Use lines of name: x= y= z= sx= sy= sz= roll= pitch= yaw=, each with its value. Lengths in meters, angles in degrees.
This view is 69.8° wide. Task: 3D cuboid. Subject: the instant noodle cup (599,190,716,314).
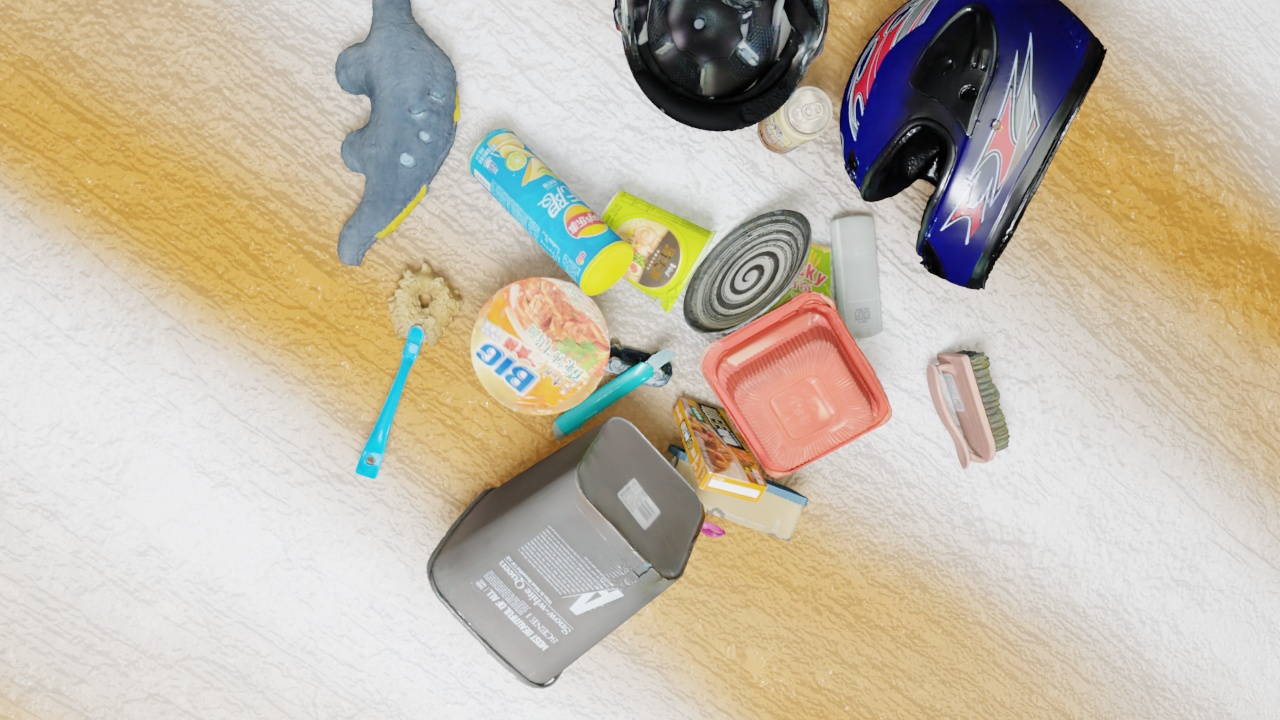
instant noodle cup: x=0.007 y=-0.131 z=1.057 sx=0.123 sy=0.111 sz=0.111 roll=31 pitch=90 yaw=0

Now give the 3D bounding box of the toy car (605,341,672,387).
toy car: x=-0.006 y=0.006 z=1.093 sx=0.090 sy=0.042 sz=0.034 roll=14 pitch=126 yaw=-12

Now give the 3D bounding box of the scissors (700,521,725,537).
scissors: x=0.061 y=0.184 z=1.070 sx=0.074 sy=0.137 sz=0.017 roll=5 pitch=64 yaw=18

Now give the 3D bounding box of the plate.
plate: x=0.124 y=-0.097 z=1.041 sx=0.024 sy=0.179 sz=0.179 roll=40 pitch=88 yaw=-30

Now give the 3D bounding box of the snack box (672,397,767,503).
snack box: x=0.088 y=0.101 z=1.051 sx=0.075 sy=0.153 sz=0.026 roll=17 pitch=115 yaw=-20

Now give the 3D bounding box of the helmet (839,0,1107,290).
helmet: x=0.340 y=-0.262 z=1.018 sx=0.240 sy=0.247 sz=0.315 roll=27 pitch=94 yaw=19

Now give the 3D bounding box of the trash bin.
trash bin: x=-0.069 y=0.195 z=0.977 sx=0.220 sy=0.198 sz=0.199 roll=-38 pitch=99 yaw=30

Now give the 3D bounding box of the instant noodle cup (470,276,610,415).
instant noodle cup: x=-0.114 y=-0.019 z=1.041 sx=0.151 sy=0.111 sz=0.151 roll=0 pitch=94 yaw=-7

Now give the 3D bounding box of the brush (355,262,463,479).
brush: x=-0.274 y=0.012 z=1.053 sx=0.083 sy=0.046 sz=0.254 roll=19 pitch=86 yaw=-12

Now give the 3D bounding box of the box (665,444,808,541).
box: x=0.112 y=0.159 z=1.095 sx=0.184 sy=0.090 sz=0.061 roll=19 pitch=90 yaw=-10

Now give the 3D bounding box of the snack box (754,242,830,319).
snack box: x=0.178 y=-0.086 z=1.066 sx=0.085 sy=0.026 sz=0.156 roll=19 pitch=47 yaw=-9

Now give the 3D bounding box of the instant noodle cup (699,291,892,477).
instant noodle cup: x=0.172 y=0.035 z=0.996 sx=0.165 sy=0.079 sz=0.189 roll=-31 pitch=106 yaw=12

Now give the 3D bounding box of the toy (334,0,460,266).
toy: x=-0.270 y=-0.280 z=1.022 sx=0.138 sy=0.091 sz=0.356 roll=6 pitch=93 yaw=20

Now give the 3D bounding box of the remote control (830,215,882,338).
remote control: x=0.264 y=-0.102 z=1.123 sx=0.058 sy=0.021 sz=0.150 roll=-8 pitch=96 yaw=-25

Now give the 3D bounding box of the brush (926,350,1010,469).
brush: x=0.405 y=0.060 z=1.137 sx=0.073 sy=0.063 sz=0.145 roll=-21 pitch=98 yaw=-9

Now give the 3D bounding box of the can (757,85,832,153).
can: x=0.176 y=-0.275 z=1.056 sx=0.058 sy=0.116 sz=0.058 roll=0 pitch=94 yaw=-7

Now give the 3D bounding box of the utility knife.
utility knife: x=-0.034 y=0.039 z=1.080 sx=0.182 sy=0.013 sz=0.029 roll=-34 pitch=114 yaw=16

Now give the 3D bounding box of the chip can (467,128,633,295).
chip can: x=-0.101 y=-0.166 z=1.008 sx=0.071 sy=0.071 sz=0.210 roll=-43 pitch=69 yaw=-3

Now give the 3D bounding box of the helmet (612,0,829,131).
helmet: x=0.085 y=-0.394 z=1.017 sx=0.230 sy=0.156 sz=0.274 roll=5 pitch=103 yaw=-5
